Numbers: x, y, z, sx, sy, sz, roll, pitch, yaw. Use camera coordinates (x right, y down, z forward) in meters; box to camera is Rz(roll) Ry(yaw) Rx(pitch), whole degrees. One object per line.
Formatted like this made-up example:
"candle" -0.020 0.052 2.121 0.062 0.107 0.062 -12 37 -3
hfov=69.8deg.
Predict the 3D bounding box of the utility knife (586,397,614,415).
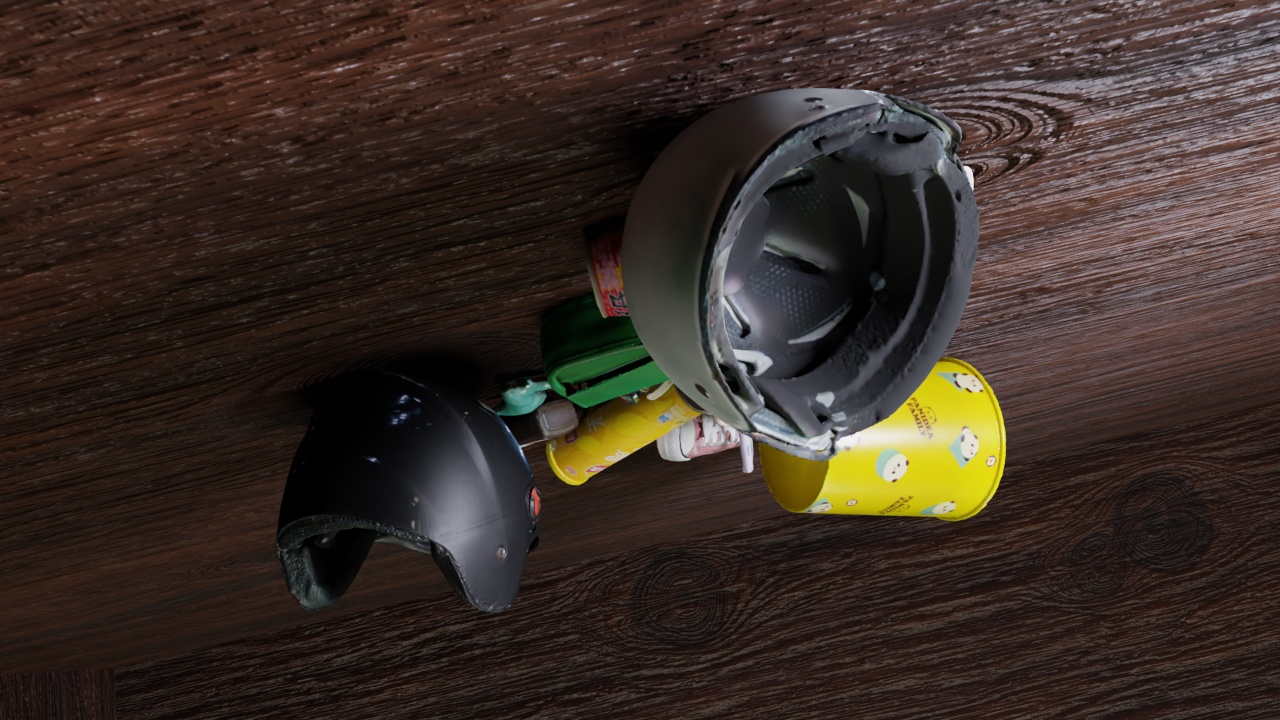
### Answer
"utility knife" -0.052 0.062 1.161 0.033 0.015 0.157 -14 163 -16

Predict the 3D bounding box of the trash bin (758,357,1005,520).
"trash bin" 0.315 0.110 1.250 0.255 0.229 0.230 0 159 -21

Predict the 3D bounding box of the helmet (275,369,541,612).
"helmet" -0.218 0.134 0.911 0.234 0.230 0.274 -4 166 22

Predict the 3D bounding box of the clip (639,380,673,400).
"clip" 0.051 -0.001 0.893 0.095 0.102 0.035 19 175 24

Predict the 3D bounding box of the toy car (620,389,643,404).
"toy car" -0.006 0.006 0.950 0.052 0.045 0.121 -54 173 -23

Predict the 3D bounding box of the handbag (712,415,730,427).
"handbag" 0.172 -0.008 0.946 0.193 0.093 0.234 -11 167 -9

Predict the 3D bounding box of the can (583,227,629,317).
"can" 0.009 -0.072 0.696 0.094 0.066 0.066 -14 163 3

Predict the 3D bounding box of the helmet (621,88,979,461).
"helmet" 0.089 -0.065 0.591 0.157 0.230 0.273 28 -165 37

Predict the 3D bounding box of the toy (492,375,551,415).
"toy" -0.125 0.037 1.007 0.096 0.030 0.092 -18 165 -4

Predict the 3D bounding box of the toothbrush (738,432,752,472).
"toothbrush" 0.126 0.069 1.128 0.029 0.021 0.189 -26 130 -18

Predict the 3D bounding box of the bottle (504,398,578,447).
"bottle" -0.166 0.094 1.122 0.195 0.044 0.079 -22 177 38

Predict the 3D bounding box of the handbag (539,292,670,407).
"handbag" -0.021 -0.007 0.839 0.131 0.068 0.120 -16 150 12

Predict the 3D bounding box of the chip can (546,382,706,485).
"chip can" -0.016 0.075 1.088 0.214 0.072 0.072 -32 155 31

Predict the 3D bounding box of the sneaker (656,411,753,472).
"sneaker" 0.097 0.087 1.198 0.088 0.118 0.240 -1 175 26

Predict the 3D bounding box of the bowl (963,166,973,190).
"bowl" 0.209 -0.102 0.726 0.065 0.118 0.118 23 180 28
